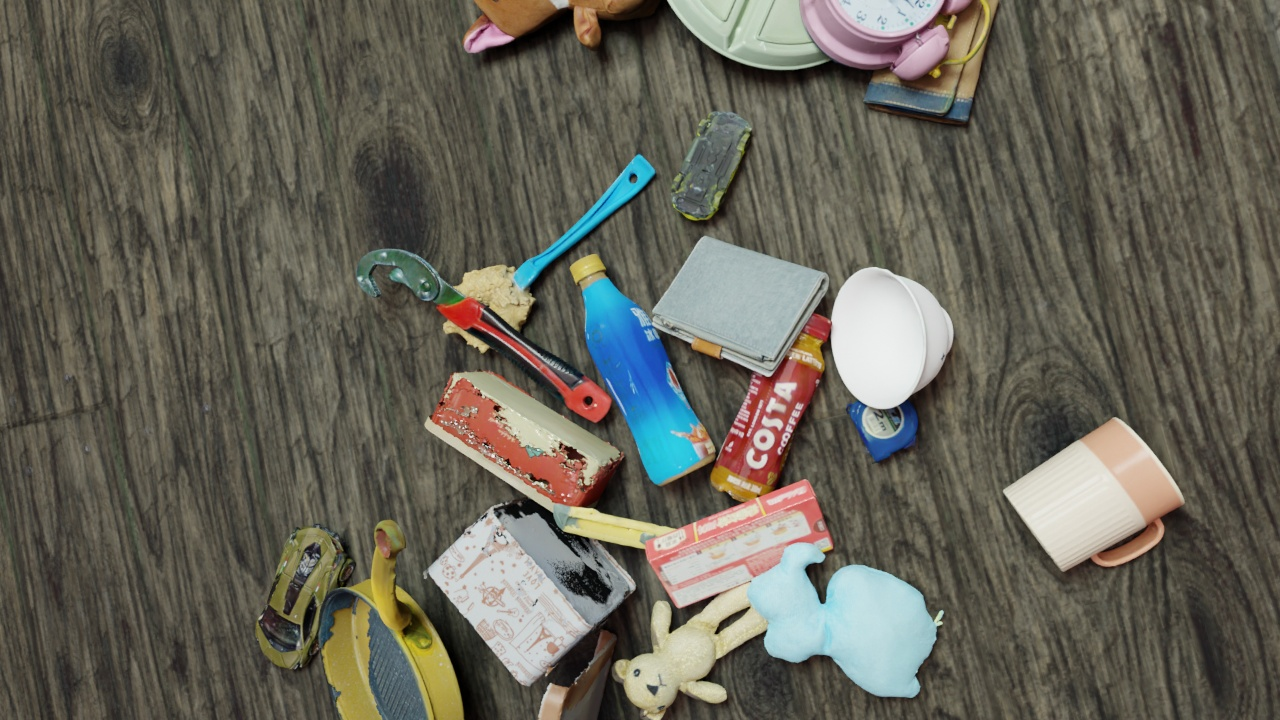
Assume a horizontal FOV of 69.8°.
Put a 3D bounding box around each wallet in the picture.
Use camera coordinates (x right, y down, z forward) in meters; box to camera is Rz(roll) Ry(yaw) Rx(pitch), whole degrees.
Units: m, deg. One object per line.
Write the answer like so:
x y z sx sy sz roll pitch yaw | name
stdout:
0.084 -0.048 0.802 0.130 0.037 0.106 24 73 34 | wallet
0.253 -0.268 0.796 0.090 0.033 0.115 16 90 14 | wallet

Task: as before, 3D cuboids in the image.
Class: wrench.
-0.145 -0.027 0.856 0.273 0.016 0.056 31 103 4 | wrench

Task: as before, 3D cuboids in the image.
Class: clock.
0.211 -0.296 0.752 0.158 0.060 0.117 27 88 -4 | clock

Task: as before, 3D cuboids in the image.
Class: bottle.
0.118 0.039 0.811 0.057 0.057 0.175 23 95 13 | bottle
-0.005 0.005 0.837 0.065 0.065 0.218 -27 84 12 | bottle

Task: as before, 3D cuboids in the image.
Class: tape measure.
0.215 0.054 0.804 0.054 0.025 0.058 -28 87 10 | tape measure

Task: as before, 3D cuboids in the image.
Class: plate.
0.121 -0.367 0.788 0.230 0.027 0.230 0 92 -9 | plate

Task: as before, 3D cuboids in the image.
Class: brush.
-0.087 -0.101 0.877 0.255 0.046 0.083 -41 77 6 | brush

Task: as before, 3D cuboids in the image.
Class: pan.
-0.220 0.245 0.796 0.197 0.078 0.358 45 130 25 | pan

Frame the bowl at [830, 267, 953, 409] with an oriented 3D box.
0.222 -0.021 0.776 0.064 0.118 0.118 -6 87 -25 | bowl

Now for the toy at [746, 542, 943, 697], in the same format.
0.182 0.225 0.793 0.156 0.049 0.161 -19 95 7 | toy

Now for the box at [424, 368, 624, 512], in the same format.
-0.103 0.067 0.848 0.168 0.091 0.076 30 99 12 | box

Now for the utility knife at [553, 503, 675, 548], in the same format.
0.018 0.156 0.817 0.204 0.021 0.031 12 119 -19 | utility knife

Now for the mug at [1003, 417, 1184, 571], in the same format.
0.371 0.120 0.743 0.106 0.081 0.114 -36 111 13 | mug

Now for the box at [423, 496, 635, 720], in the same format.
-0.075 0.248 0.796 0.134 0.179 0.270 -15 85 11 | box

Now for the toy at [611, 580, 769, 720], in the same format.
0.052 0.257 0.822 0.157 0.066 0.105 -36 84 -4 | toy

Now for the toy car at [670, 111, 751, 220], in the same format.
0.065 -0.177 0.840 0.048 0.032 0.105 22 83 13 | toy car

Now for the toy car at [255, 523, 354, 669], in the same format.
-0.345 0.242 0.933 0.070 0.042 0.158 23 97 13 | toy car

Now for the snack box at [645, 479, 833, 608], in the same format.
0.087 0.162 0.803 0.153 0.025 0.075 -23 127 6 | snack box

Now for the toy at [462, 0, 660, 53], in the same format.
-0.078 -0.355 0.836 0.200 0.130 0.140 2 85 23 | toy
